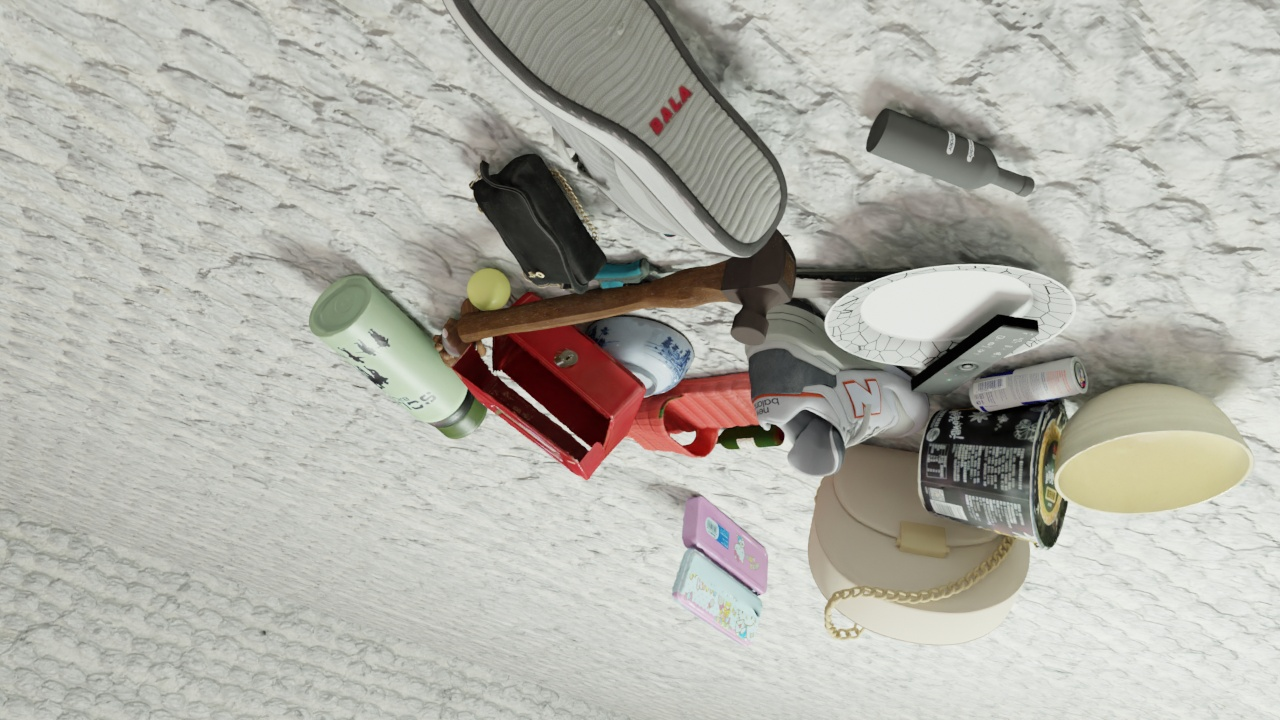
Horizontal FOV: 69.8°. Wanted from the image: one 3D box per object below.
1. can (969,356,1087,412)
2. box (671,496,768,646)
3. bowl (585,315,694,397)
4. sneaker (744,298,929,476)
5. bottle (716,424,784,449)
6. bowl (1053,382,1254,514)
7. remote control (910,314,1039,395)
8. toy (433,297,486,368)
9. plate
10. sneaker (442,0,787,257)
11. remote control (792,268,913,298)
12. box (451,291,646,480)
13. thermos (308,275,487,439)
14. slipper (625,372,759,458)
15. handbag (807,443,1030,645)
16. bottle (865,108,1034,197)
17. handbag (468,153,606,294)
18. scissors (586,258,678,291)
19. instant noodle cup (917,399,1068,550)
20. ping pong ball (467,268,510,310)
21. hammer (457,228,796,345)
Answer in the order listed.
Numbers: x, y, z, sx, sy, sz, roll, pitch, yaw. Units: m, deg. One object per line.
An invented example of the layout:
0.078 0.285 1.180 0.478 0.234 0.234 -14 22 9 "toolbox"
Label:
0.341 0.022 0.811 0.095 0.032 0.032 -18 139 43 "can"
0.114 0.294 1.264 0.035 0.150 0.214 -7 145 35 "box"
-0.005 0.005 0.914 0.114 0.045 0.114 10 151 6 "bowl"
0.175 0.050 0.835 0.239 0.124 0.089 32 146 -29 "sneaker"
0.110 0.087 1.029 0.106 0.025 0.025 -8 144 33 "bottle"
0.437 0.068 0.800 0.151 0.075 0.151 5 146 3 "bowl"
0.279 -0.001 0.778 0.034 0.013 0.150 8 157 -9 "remote control"
-0.186 -0.023 0.946 0.055 0.041 0.102 -9 160 -6 "toy"
0.245 -0.038 0.738 0.188 0.016 0.189 3 157 1 "plate"
-0.027 -0.164 0.595 0.263 0.096 0.129 40 164 -24 "sneaker"
0.159 -0.064 0.757 0.137 0.013 0.033 3 151 19 "remote control"
-0.084 0.028 0.896 0.157 0.110 0.134 36 164 9 "box"
-0.251 0.004 0.989 0.082 0.082 0.231 -3 147 27 "thermos"
0.045 0.067 0.988 0.249 0.059 0.103 -9 144 32 "slipper"
0.282 0.189 0.947 0.211 0.208 0.103 8 134 9 "handbag"
0.206 -0.131 0.601 0.113 0.030 0.030 18 151 -8 "bottle"
-0.086 -0.105 0.728 0.079 0.054 0.128 -8 125 42 "handbag"
-0.019 -0.070 0.815 0.148 0.019 0.124 17 150 -11 "scissors"
0.332 0.101 0.865 0.112 0.137 0.137 3 151 37 "instant noodle cup"
-0.141 -0.066 0.852 0.040 0.040 0.040 10 151 6 "ping pong ball"
-0.025 -0.049 0.754 0.324 0.115 0.033 -8 145 33 "hammer"
